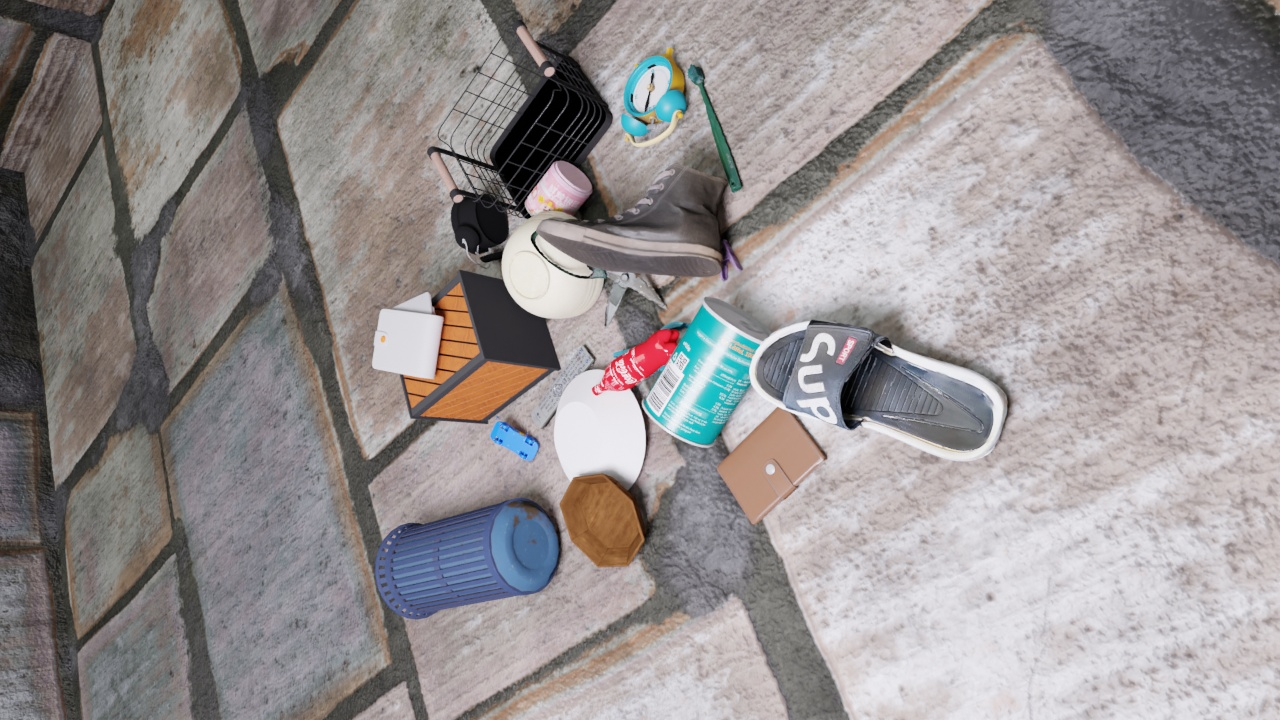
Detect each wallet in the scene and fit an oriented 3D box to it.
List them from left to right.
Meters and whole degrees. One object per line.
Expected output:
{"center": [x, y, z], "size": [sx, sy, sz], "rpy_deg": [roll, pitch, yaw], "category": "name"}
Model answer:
{"center": [-0.320, -0.039, 1.269], "size": [0.119, 0.037, 0.115], "rpy_deg": [8, 89, 38], "category": "wallet"}
{"center": [0.146, 0.118, 1.048], "size": [0.121, 0.013, 0.087], "rpy_deg": [-49, 56, 25], "category": "wallet"}

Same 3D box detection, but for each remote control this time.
{"center": [-0.109, 0.039, 1.278], "size": [0.137, 0.013, 0.033], "rpy_deg": [-53, 54, 23], "category": "remote control"}

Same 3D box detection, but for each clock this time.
{"center": [-0.239, -0.195, 1.373], "size": [0.043, 0.091, 0.120], "rpy_deg": [-13, 62, 28], "category": "clock"}
{"center": [0.017, -0.343, 1.205], "size": [0.099, 0.043, 0.129], "rpy_deg": [-13, 69, 39], "category": "clock"}

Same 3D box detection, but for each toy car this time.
{"center": [-0.182, 0.108, 1.335], "size": [0.092, 0.061, 0.033], "rpy_deg": [28, 103, 9], "category": "toy car"}

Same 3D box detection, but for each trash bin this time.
{"center": [-0.237, 0.275, 1.277], "size": [0.250, 0.139, 0.139], "rpy_deg": [-20, 71, 36], "category": "trash bin"}
{"center": [-0.238, -0.014, 1.314], "size": [0.172, 0.139, 0.139], "rpy_deg": [-35, 63, 32], "category": "trash bin"}

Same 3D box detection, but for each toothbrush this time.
{"center": [0.091, -0.293, 1.149], "size": [0.016, 0.017, 0.189], "rpy_deg": [-30, 65, 33], "category": "toothbrush"}

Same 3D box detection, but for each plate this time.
{"center": [-0.069, 0.100, 1.204], "size": [0.174, 0.036, 0.174], "rpy_deg": [2, 93, 44], "category": "plate"}
{"center": [-0.044, 0.201, 1.170], "size": [0.131, 0.025, 0.131], "rpy_deg": [13, 112, 34], "category": "plate"}

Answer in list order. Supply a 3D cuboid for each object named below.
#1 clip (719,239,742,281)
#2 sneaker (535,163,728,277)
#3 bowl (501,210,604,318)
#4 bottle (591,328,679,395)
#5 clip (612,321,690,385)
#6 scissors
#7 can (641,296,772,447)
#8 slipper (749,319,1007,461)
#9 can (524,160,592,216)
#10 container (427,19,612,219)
{"center": [0.107, -0.125, 1.116], "size": [0.029, 0.013, 0.050], "rpy_deg": [-26, 64, 36], "category": "clip"}
{"center": [-0.009, -0.177, 1.129], "size": [0.235, 0.095, 0.119], "rpy_deg": [5, 75, 18], "category": "sneaker"}
{"center": [-0.132, -0.122, 1.243], "size": [0.151, 0.075, 0.151], "rpy_deg": [10, 111, 27], "category": "bowl"}
{"center": [-0.007, 0.007, 1.141], "size": [0.142, 0.041, 0.042], "rpy_deg": [-33, 64, 30], "category": "bottle"}
{"center": [0.026, 0.012, 1.160], "size": [0.131, 0.030, 0.120], "rpy_deg": [-41, 64, 29], "category": "clip"}
{"center": [-0.040, -0.148, 1.181], "size": [0.206, 0.015, 0.201], "rpy_deg": [22, 92, 2], "category": "scissors"}
{"center": [0.080, 0.013, 1.062], "size": [0.099, 0.099, 0.144], "rpy_deg": [44, 112, 36], "category": "can"}
{"center": [0.230, 0.026, 0.927], "size": [0.264, 0.063, 0.111], "rpy_deg": [21, 99, 25], "category": "slipper"}
{"center": [-0.114, -0.231, 1.284], "size": [0.076, 0.067, 0.067], "rpy_deg": [-46, 57, 27], "category": "can"}
{"center": [-0.174, -0.334, 1.308], "size": [0.242, 0.130, 0.162], "rpy_deg": [-47, 57, 26], "category": "container"}
